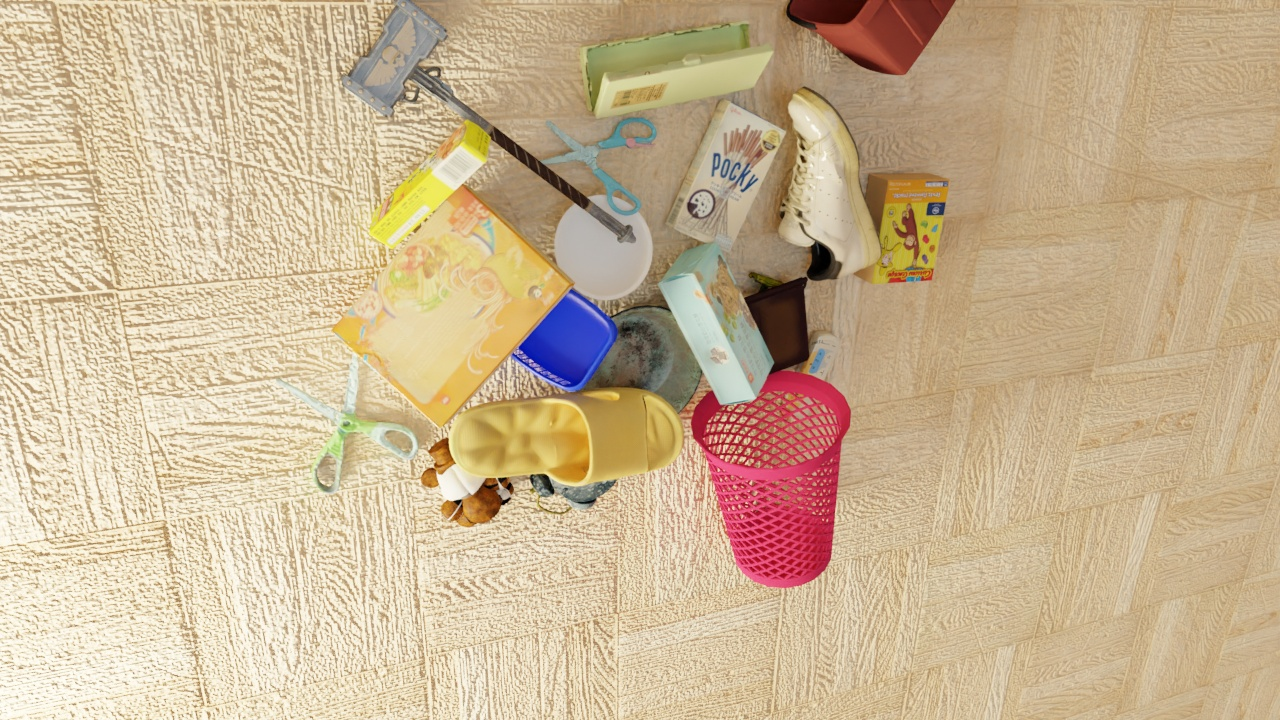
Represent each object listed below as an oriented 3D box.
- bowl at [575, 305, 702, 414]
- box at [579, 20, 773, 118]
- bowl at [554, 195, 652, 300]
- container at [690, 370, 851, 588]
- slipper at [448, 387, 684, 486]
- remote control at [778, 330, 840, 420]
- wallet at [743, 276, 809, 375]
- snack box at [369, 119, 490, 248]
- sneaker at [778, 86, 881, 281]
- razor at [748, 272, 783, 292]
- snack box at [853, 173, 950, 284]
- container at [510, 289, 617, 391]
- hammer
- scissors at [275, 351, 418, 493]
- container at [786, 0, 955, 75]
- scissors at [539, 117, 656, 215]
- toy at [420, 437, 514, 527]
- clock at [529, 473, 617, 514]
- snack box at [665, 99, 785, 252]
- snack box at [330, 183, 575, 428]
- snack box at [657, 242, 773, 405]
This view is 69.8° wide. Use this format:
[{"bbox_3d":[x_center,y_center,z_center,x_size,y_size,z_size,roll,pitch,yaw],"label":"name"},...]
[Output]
[{"bbox_3d":[-0.007,0.006,1.060,0.157,0.038,0.158,-8,114,-19],"label":"bowl"},{"bbox_3d":[0.034,-0.296,0.944,0.187,0.089,0.078,-17,137,-18],"label":"box"},{"bbox_3d":[-0.045,-0.119,0.984,0.109,0.041,0.110,0,91,-22],"label":"bowl"},{"bbox_3d":[0.167,0.156,1.130,0.183,0.183,0.226,-20,125,-14],"label":"container"},{"bbox_3d":[-0.072,0.083,0.992,0.263,0.078,0.099,-2,97,-15],"label":"slipper"},{"bbox_3d":[0.216,0.021,1.171,0.038,0.018,0.126,13,108,-26],"label":"remote control"},{"bbox_3d":[0.162,-0.038,1.104,0.091,0.018,0.116,-19,127,-14],"label":"wallet"},{"bbox_3d":[-0.201,-0.165,0.870,0.148,0.040,0.029,-35,127,28],"label":"snack box"},{"bbox_3d":[0.195,-0.188,1.039,0.102,0.089,0.242,-30,125,-2],"label":"sneaker"},{"bbox_3d":[0.132,-0.052,1.104,0.042,0.026,0.106,14,110,-29],"label":"razor"},{"bbox_3d":[0.318,-0.162,1.121,0.088,0.040,0.126,-5,113,-20],"label":"snack box"},{"bbox_3d":[-0.086,-0.030,0.979,0.114,0.058,0.096,34,97,6],"label":"container"},{"bbox_3d":[-0.127,-0.209,0.899,0.322,0.044,0.098,35,96,-24],"label":"hammer"},{"bbox_3d":[-0.308,0.065,0.980,0.168,0.023,0.172,10,110,-20],"label":"scissors"},{"bbox_3d":[0.224,-0.398,0.933,0.200,0.127,0.148,28,99,-39],"label":"container"},{"bbox_3d":[-0.039,-0.202,0.959,0.136,0.015,0.125,-16,95,-14],"label":"scissors"},{"bbox_3d":[-0.196,0.136,1.029,0.087,0.067,0.112,-34,111,-6],"label":"toy"},{"bbox_3d":[-0.076,0.129,1.076,0.090,0.052,0.129,26,99,-29],"label":"clock"},{"bbox_3d":[0.094,-0.203,1.020,0.082,0.026,0.150,18,105,-28],"label":"snack box"},{"bbox_3d":[-0.183,-0.055,0.917,0.145,0.080,0.195,42,95,-3],"label":"snack box"},{"bbox_3d":[0.089,-0.040,1.041,0.175,0.053,0.074,61,39,-22],"label":"snack box"}]
